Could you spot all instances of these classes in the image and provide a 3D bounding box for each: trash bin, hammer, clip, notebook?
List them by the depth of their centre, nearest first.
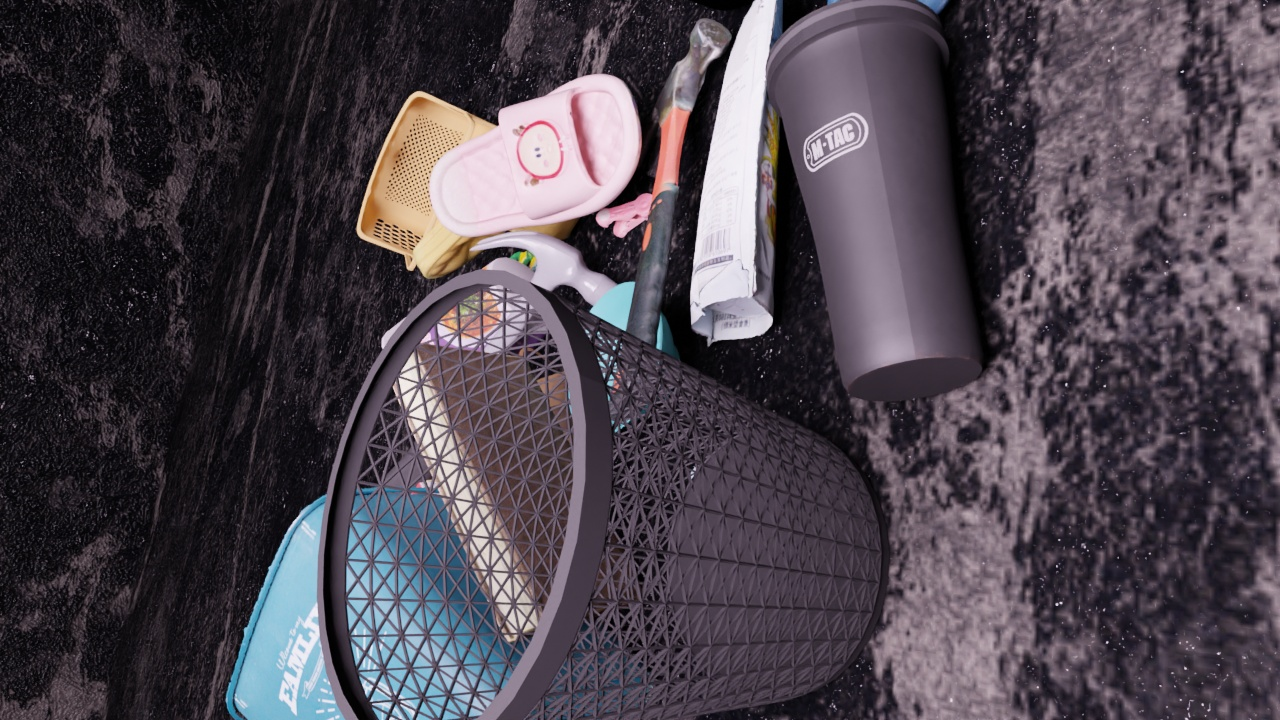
[{"bbox_3d":[-0.006,0.093,0.487,0.218,0.243,0.216,-21,61,43],"label":"trash bin"},{"bbox_3d":[-0.131,0.226,0.645,0.219,0.199,0.197,28,100,35],"label":"trash bin"},{"bbox_3d":[-0.075,0.084,0.659,0.035,0.190,0.215,-36,71,20],"label":"notebook"},{"bbox_3d":[0.013,-0.101,0.664,0.133,0.033,0.332,128,157,-48],"label":"hammer"},{"bbox_3d":[-0.009,-0.123,0.798,0.058,0.050,0.023,-7,66,8],"label":"clip"},{"bbox_3d":[-0.152,0.017,0.829,0.311,0.125,0.029,-52,7,20],"label":"hammer"}]

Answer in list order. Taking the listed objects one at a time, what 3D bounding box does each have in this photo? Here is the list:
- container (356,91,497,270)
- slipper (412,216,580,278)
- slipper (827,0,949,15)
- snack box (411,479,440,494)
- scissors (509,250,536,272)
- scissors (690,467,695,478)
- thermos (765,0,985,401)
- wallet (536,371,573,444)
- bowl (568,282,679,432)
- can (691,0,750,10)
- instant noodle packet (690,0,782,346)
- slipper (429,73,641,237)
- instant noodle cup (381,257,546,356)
[{"bbox_3d":[-0.245,-0.208,1.069,0.184,0.129,0.167,-62,27,15],"label":"container"},{"bbox_3d":[-0.103,-0.141,0.864,0.264,0.099,0.078,-32,89,24],"label":"slipper"},{"bbox_3d":[0.157,-0.294,0.604,0.104,0.059,0.213,-22,57,51],"label":"slipper"},{"bbox_3d":[-0.189,0.208,0.847,0.143,0.040,0.145,-51,63,30],"label":"snack box"},{"bbox_3d":[-0.104,-0.109,0.930,0.130,0.012,0.116,-51,42,26],"label":"scissors"},{"bbox_3d":[0.058,0.118,0.608,0.126,0.013,0.129,-51,44,25],"label":"scissors"},{"bbox_3d":[0.135,-0.091,0.517,0.106,0.105,0.218,-27,60,46],"label":"thermos"},{"bbox_3d":[-0.063,0.054,0.791,0.121,0.027,0.098,-20,58,49],"label":"wallet"},{"bbox_3d":[-0.004,0.004,0.710,0.121,0.046,0.121,-27,55,46],"label":"bowl"},{"bbox_3d":[0.044,-0.344,0.762,0.080,0.080,0.146,-62,36,16],"label":"can"},{"bbox_3d":[0.076,-0.153,0.647,0.147,0.057,0.268,124,154,-74],"label":"instant noodle packet"},{"bbox_3d":[-0.093,-0.162,0.768,0.222,0.055,0.107,-15,91,31],"label":"slipper"},{"bbox_3d":[-0.154,-0.032,0.876,0.122,0.136,0.121,-38,55,27],"label":"instant noodle cup"}]
